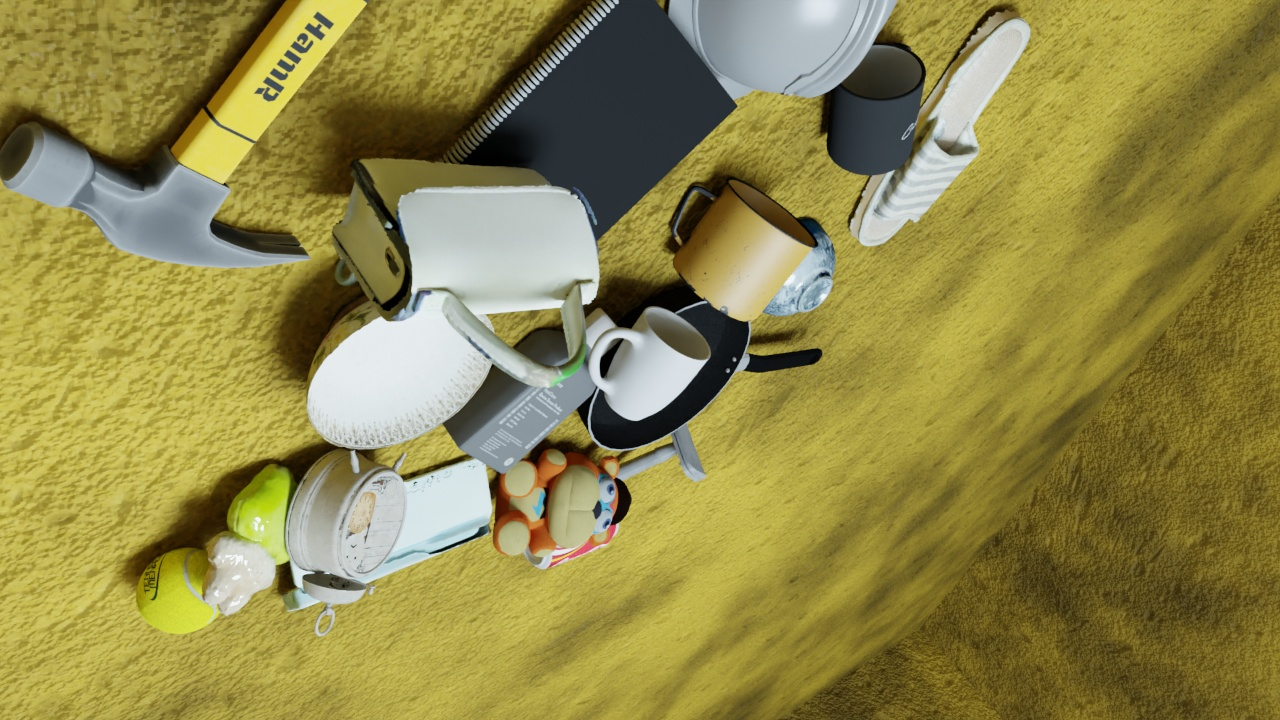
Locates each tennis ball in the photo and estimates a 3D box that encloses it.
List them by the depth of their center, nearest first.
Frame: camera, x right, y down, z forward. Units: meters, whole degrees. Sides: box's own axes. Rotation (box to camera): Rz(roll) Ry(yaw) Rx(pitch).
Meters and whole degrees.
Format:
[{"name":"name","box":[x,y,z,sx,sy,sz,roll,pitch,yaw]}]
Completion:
[{"name":"tennis ball","box":[-0.360,0.181,0.723,0.065,0.065,0.065,-28,147,-21]}]

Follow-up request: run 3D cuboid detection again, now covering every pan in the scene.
[{"name":"pan","box":[0.078,0.001,0.999,0.354,0.044,0.205,-7,136,-43]}]

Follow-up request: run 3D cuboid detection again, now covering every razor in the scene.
[{"name":"razor","box":[0.007,0.115,1.054,0.116,0.088,0.047,-26,151,12]}]

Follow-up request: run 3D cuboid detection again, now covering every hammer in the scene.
[{"name":"hammer","box":[-0.179,-0.181,0.504,0.325,0.034,0.169,-48,150,9]}]

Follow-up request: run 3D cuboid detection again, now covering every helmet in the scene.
[{"name":"helmet","box":[0.130,-0.271,0.639,0.183,0.117,0.272,-18,147,-33]}]

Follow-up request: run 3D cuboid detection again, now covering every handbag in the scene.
[{"name":"handbag","box":[-0.088,-0.057,0.568,0.151,0.176,0.074,-6,139,-41]}]

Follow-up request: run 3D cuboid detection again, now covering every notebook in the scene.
[{"name":"notebook","box":[-0.043,-0.155,0.662,0.207,0.016,0.149,-42,142,11]}]

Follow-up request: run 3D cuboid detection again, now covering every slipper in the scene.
[{"name":"slipper","box":[0.318,-0.232,0.966,0.114,0.054,0.273,-7,135,-50]}]

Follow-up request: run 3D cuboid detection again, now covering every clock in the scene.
[{"name":"clock","box":[-0.239,0.150,0.756,0.103,0.061,0.157,25,78,-72]}]

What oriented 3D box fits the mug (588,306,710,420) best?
[{"name":"mug","box":[-0.005,0.005,0.818,0.107,0.071,0.090,14,124,-39]}]

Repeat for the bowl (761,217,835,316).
[{"name":"bowl","box":[0.167,-0.088,0.970,0.114,0.061,0.115,-28,146,-22]}]

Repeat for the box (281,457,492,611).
[{"name":"box","box":[-0.239,0.166,0.868,0.197,0.074,0.126,-17,124,-36]}]

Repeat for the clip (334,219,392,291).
[{"name":"clip","box":[-0.181,-0.080,0.634,0.076,0.023,0.042,-52,146,14]}]

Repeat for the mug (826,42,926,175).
[{"name":"mug","box":[0.218,-0.238,0.833,0.113,0.078,0.088,-57,157,-27]}]

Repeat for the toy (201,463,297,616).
[{"name":"toy","box":[-0.303,0.144,0.725,0.092,0.043,0.117,84,24,-55]}]

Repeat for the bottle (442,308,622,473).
[{"name":"bottle","box":[-0.091,0.021,0.837,0.174,0.046,0.084,-42,149,1]}]

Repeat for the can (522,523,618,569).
[{"name":"can","box":[-0.081,0.193,1.047,0.104,0.064,0.064,-13,139,-38]}]

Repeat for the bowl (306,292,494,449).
[{"name":"bowl","box":[-0.186,-0.006,0.681,0.145,0.063,0.145,-28,146,-21]}]

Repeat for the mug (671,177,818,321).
[{"name":"mug","box":[0.083,-0.104,0.833,0.123,0.100,0.094,30,113,-15]}]

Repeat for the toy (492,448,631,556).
[{"name":"toy","box":[-0.083,0.147,0.962,0.175,0.096,0.112,1,95,-54]}]
